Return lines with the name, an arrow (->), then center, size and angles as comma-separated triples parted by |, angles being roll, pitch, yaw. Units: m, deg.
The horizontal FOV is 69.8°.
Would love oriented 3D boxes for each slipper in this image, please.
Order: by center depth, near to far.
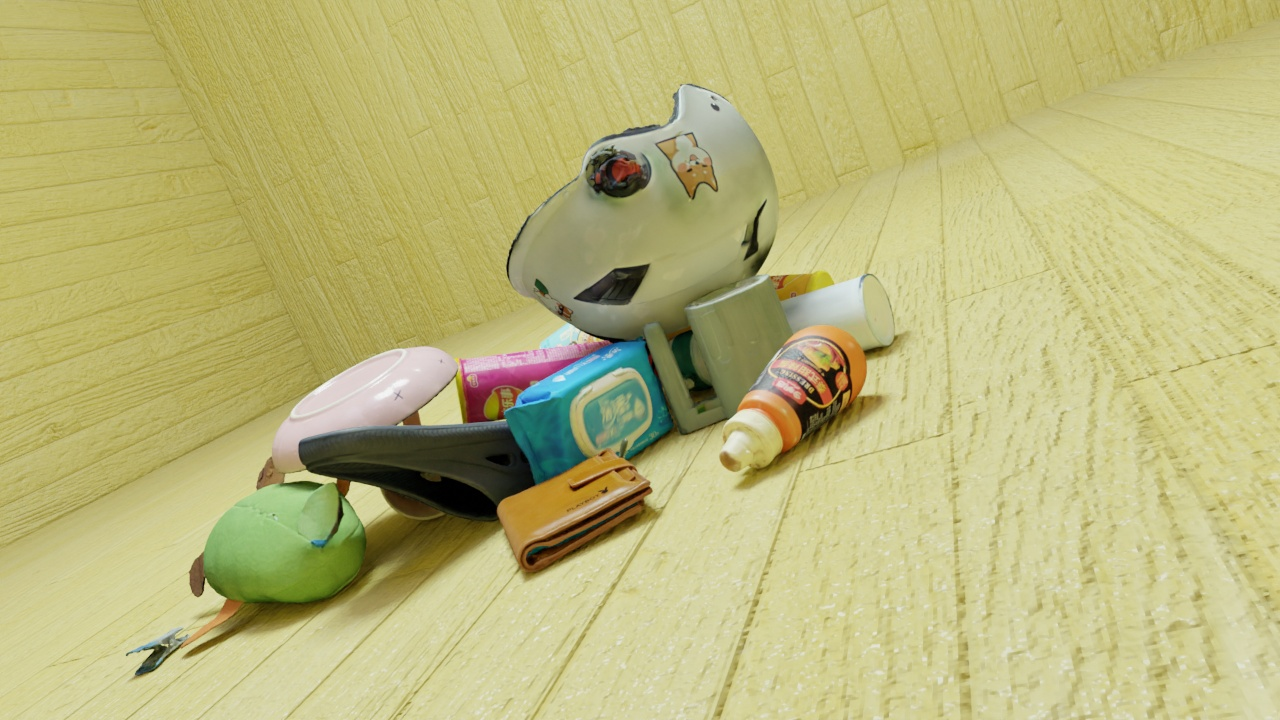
slipper -> -0.160, 0.099, 0.782 | 0.111, 0.083, 0.267 | -16, -15, 41

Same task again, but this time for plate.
plate -> -0.266, 0.036, 0.865 | 0.192, 0.039, 0.192 | -24, 18, 8

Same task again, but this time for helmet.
helmet -> 0.026, -0.111, 0.870 | 0.273, 0.157, 0.230 | -38, -18, -18

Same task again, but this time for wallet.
wallet -> -0.045, 0.106, 0.685 | 0.119, 0.035, 0.131 | -30, 11, -10

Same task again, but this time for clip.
clip -> -0.409, 0.245, 0.783 | 0.026, 0.042, 0.058 | -22, 7, 11

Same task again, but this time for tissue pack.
tissue pack -> -0.039, 0.048, 0.788 | 0.156, 0.095, 0.052 | -30, 18, -34

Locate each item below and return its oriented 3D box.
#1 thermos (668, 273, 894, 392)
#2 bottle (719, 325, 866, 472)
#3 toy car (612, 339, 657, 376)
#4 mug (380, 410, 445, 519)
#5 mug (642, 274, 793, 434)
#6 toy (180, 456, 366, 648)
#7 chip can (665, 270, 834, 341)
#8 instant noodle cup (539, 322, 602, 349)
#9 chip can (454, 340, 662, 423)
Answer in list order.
thermos -> 0.121, -0.018, 0.870 | 0.225, 0.073, 0.073 | -16, 11, 35
bottle -> 0.105, 0.032, 0.661 | 0.067, 0.067, 0.149 | -11, 22, 50
toy car -> -0.006, 0.005, 0.921 | 0.049, 0.106, 0.031 | 6, -27, -8
mug -> -0.220, 0.091, 0.903 | 0.081, 0.114, 0.106 | -13, 5, -16
mug -> 0.074, -0.005, 0.792 | 0.124, 0.103, 0.083 | -21, 10, 3
toy -> -0.321, 0.161, 0.817 | 0.247, 0.090, 0.226 | 0, 45, 49
chip can -> 0.096, -0.054, 0.966 | 0.214, 0.072, 0.071 | 0, 21, 33
instant noodle cup -> -0.063, -0.017, 1.204 | 0.120, 0.111, 0.111 | -30, 9, 5
chip can -> -0.085, 0.020, 0.958 | 0.210, 0.071, 0.071 | -8, 7, -12
